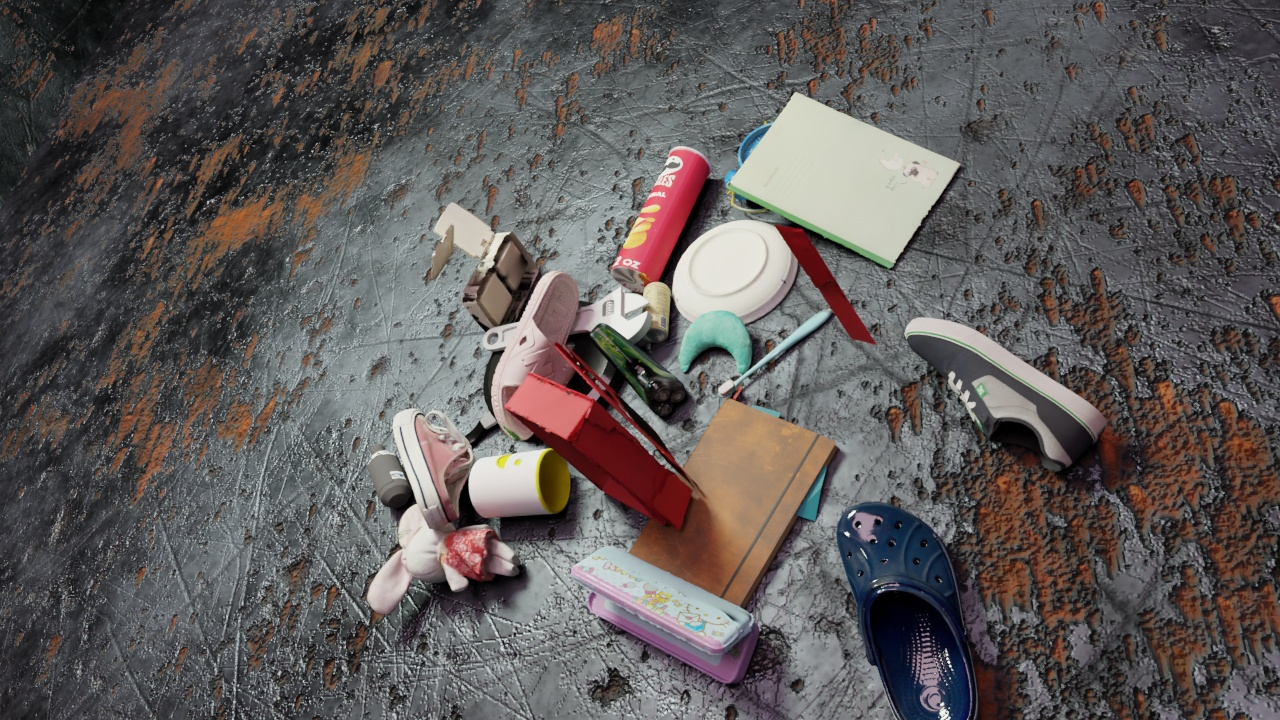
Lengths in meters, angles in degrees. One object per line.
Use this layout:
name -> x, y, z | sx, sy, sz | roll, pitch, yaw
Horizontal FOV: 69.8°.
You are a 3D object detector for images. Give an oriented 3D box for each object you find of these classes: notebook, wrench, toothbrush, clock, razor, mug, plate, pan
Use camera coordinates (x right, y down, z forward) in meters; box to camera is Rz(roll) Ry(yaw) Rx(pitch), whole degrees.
notebook -> 0.118, 0.162, 1.081 | 0.179, 0.014, 0.249 | 22, 71, 38
wrench -> -0.109, -0.041, 1.293 | 0.274, 0.018, 0.086 | -12, 62, 24
notebook -> 0.269, -0.246, 1.233 | 0.252, 0.010, 0.181 | 31, 77, 20
toothbrush -> 0.172, -0.011, 1.166 | 0.180, 0.016, 0.016 | -37, 65, -4
clock -> 0.187, -0.270, 1.308 | 0.117, 0.060, 0.161 | 16, 68, 31
razor -> -0.007, 0.007, 1.198 | 0.151, 0.067, 0.054 | 44, 91, 6
mug -> -0.156, 0.160, 1.186 | 0.106, 0.082, 0.082 | -9, 55, 24
plate -> 0.124, -0.128, 1.264 | 0.183, 0.034, 0.182 | -14, 53, 19
pan -> -0.175, 0.050, 1.305 | 0.356, 0.034, 0.225 | -38, 49, -1

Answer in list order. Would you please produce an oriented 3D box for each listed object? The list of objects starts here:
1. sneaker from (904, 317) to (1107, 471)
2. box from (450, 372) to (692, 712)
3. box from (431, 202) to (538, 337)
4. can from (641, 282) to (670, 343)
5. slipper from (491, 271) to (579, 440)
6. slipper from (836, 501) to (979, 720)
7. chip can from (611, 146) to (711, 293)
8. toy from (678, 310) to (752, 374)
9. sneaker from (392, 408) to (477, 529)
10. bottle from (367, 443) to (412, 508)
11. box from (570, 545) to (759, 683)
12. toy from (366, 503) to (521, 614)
sneaker -> 0.370, 0.034, 0.991 | 0.079, 0.084, 0.235 | -46, 53, -7
box -> -0.087, 0.196, 1.025 | 0.153, 0.213, 0.324 | 1, 57, 40
box -> -0.245, -0.143, 1.367 | 0.069, 0.191, 0.143 | 1, 52, 30
can -> 0.021, -0.067, 1.274 | 0.038, 0.038, 0.079 | -11, 54, 22
slipper -> -0.125, -0.010, 1.219 | 0.064, 0.094, 0.238 | 3, 66, 37
slipper -> 0.263, 0.245, 0.898 | 0.105, 0.095, 0.252 | -23, 54, 16
chip can -> 0.032, -0.206, 1.343 | 0.069, 0.069, 0.220 | 11, 65, 33
toy -> 0.100, -0.024, 1.207 | 0.105, 0.033, 0.085 | 0, 78, 32
sneaker -> -0.268, 0.129, 1.225 | 0.087, 0.118, 0.241 | -23, 34, -10
bottle -> -0.364, 0.163, 1.319 | 0.047, 0.047, 0.112 | -38, 48, 0
box -> 0.026, 0.271, 1.012 | 0.214, 0.096, 0.077 | 18, 57, 36
toy -> -0.247, 0.248, 1.177 | 0.194, 0.084, 0.158 | -4, 49, 18
